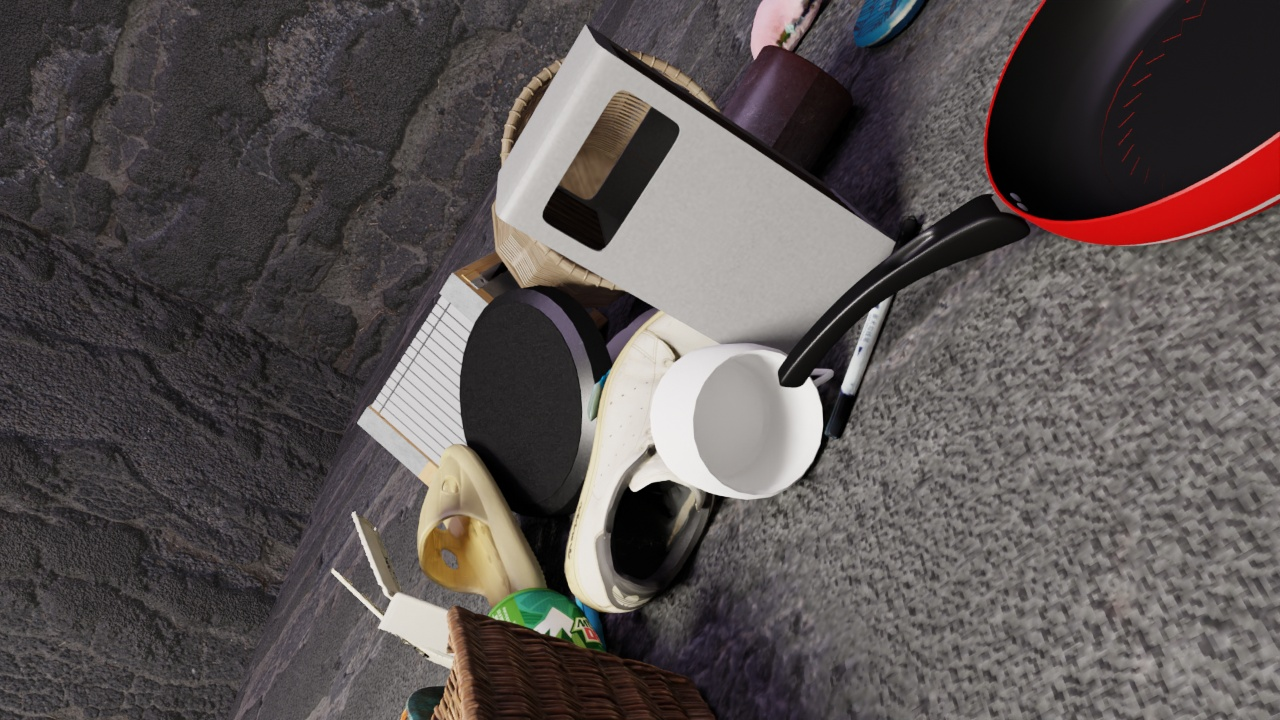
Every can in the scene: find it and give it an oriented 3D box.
[{"bbox_3d":[-0.057,0.217,0.608,0.083,0.083,0.144,-60,25,4],"label":"can"}]

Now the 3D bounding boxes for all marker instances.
[{"bbox_3d":[0.142,-0.022,0.559,0.152,0.011,0.011,-66,20,-13],"label":"marker"}]

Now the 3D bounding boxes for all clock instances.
[{"bbox_3d":[-0.116,0.274,0.650,0.073,0.121,0.158,-67,13,-1],"label":"clock"}]

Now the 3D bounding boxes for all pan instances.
[{"bbox_3d":[-0.144,0.075,0.927,0.358,0.034,0.225,-42,63,40],"label":"pan"},{"bbox_3d":[0.199,-0.095,0.428,0.357,0.067,0.208,-50,22,31],"label":"pan"}]

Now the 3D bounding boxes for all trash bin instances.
[{"bbox_3d":[0.033,-0.103,0.612,0.115,0.228,0.114,-55,20,18],"label":"trash bin"},{"bbox_3d":[-0.184,0.012,1.067,0.248,0.142,0.142,-50,-2,30],"label":"trash bin"}]

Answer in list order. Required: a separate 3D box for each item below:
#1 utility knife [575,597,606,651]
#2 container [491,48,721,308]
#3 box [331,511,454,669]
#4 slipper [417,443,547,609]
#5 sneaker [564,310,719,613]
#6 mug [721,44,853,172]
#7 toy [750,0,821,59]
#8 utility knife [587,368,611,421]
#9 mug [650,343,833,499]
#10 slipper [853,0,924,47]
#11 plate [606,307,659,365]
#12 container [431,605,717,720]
[{"bbox_3d":[-0.036,0.202,0.699,0.022,0.015,0.117,-62,21,17],"label":"utility knife"},{"bbox_3d":[-0.041,-0.160,0.916,0.226,0.227,0.196,-67,13,-15],"label":"container"},{"bbox_3d":[-0.176,0.208,0.752,0.065,0.186,0.145,-47,-18,-20],"label":"box"},{"bbox_3d":[-0.164,0.168,0.855,0.261,0.079,0.111,42,129,50],"label":"slipper"},{"bbox_3d":[0.016,0.060,0.644,0.102,0.089,0.241,149,141,-71],"label":"sneaker"},{"bbox_3d":[0.114,-0.189,0.766,0.110,0.096,0.122,-53,-11,10],"label":"mug"},{"bbox_3d":[0.142,-0.345,0.938,0.103,0.050,0.093,-58,22,21],"label":"toy"},{"bbox_3d":[-0.005,0.004,0.769,0.195,0.015,0.031,-38,-42,-62],"label":"utility knife"},{"bbox_3d":[0.067,0.032,0.569,0.115,0.094,0.068,-28,9,-18],"label":"mug"},{"bbox_3d":[0.238,-0.395,0.755,0.294,0.060,0.118,-65,23,-9],"label":"slipper"},{"bbox_3d":[-0.030,0.027,0.920,0.189,0.016,0.188,-51,22,29],"label":"plate"},{"bbox_3d":[-0.041,0.266,0.415,0.183,0.162,0.250,-64,18,5],"label":"container"}]
